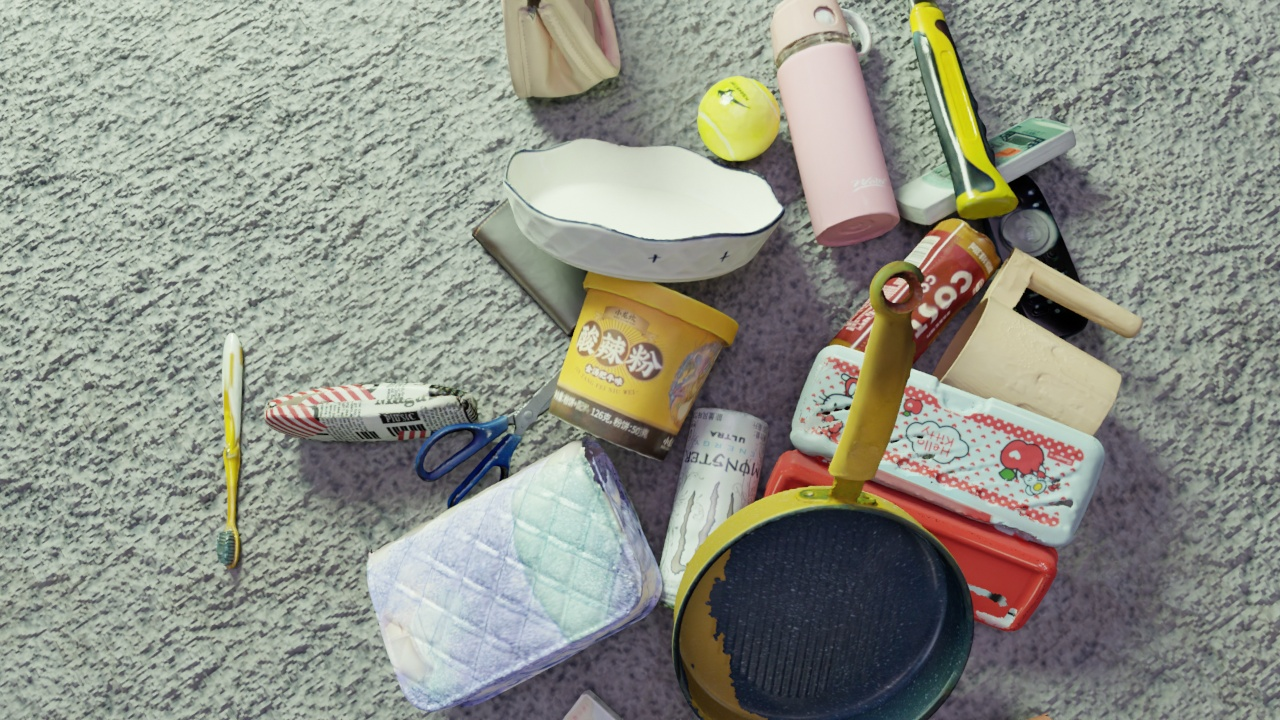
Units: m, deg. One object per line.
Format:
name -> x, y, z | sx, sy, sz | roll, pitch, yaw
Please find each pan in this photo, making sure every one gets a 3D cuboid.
pan -> 0.124, 0.107, 0.569 | 0.197, 0.078, 0.358 | 2, 108, -5

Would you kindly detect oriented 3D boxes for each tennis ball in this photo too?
tennis ball -> 0.078, -0.192, 0.731 | 0.065, 0.065, 0.065 | -1, 77, 5

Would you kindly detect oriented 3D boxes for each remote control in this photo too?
remote control -> 0.300, -0.079, 0.707 | 0.053, 0.024, 0.136 | -17, 76, 4
remote control -> 0.262, -0.148, 0.711 | 0.135, 0.056, 0.019 | -28, 116, -1

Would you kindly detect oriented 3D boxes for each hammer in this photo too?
hammer -> 0.223, -0.253, 0.714 | 0.126, 0.032, 0.322 | -5, 67, -6

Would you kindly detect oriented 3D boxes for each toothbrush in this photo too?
toothbrush -> -0.329, 0.069, 0.734 | 0.016, 0.018, 0.191 | -6, 77, 2

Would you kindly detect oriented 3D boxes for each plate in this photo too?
plate -> 0.001, -0.112, 0.673 | 0.205, 0.204, 0.046 | 13, 119, 8

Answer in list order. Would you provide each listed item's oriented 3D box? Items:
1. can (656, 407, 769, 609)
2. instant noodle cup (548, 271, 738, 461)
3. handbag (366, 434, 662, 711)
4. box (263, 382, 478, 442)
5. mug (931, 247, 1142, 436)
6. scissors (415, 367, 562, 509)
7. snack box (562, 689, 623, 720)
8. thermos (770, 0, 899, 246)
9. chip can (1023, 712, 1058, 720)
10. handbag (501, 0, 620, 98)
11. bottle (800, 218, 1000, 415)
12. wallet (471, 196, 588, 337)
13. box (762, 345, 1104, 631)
can -> 0.052, 0.110, 0.669 | 0.058, 0.058, 0.146 | 12, 78, 8
instant noodle cup -> -0.004, 0.004, 0.674 | 0.118, 0.118, 0.114 | 23, 88, 10
handbag -> -0.090, 0.154, 0.653 | 0.194, 0.075, 0.134 | -28, 70, 7
box -> -0.207, 0.037, 0.708 | 0.164, 0.068, 0.052 | -1, 86, 2
mug -> 0.283, -0.003, 0.659 | 0.103, 0.084, 0.124 | 31, 90, 9
scissors -> -0.090, 0.056, 0.709 | 0.172, 0.012, 0.133 | -14, 112, -27
snack box -> -0.006, 0.318, 0.645 | 0.157, 0.027, 0.084 | 39, 84, 12
thermos -> 0.158, -0.194, 0.728 | 0.087, 0.067, 0.198 | -5, 75, -18
chip can -> 0.183, 0.297, 0.610 | 0.215, 0.071, 0.071 | -15, 76, 1
handbag -> -0.086, -0.330, 0.690 | 0.093, 0.234, 0.193 | -12, 76, 4
bottle -> 0.192, -0.027, 0.688 | 0.057, 0.057, 0.175 | 42, 84, 12
wallet -> -0.063, -0.093, 0.747 | 0.096, 0.020, 0.122 | -43, 80, -5
box -> 0.195, 0.091, 0.635 | 0.201, 0.058, 0.161 | 20, 107, 9
